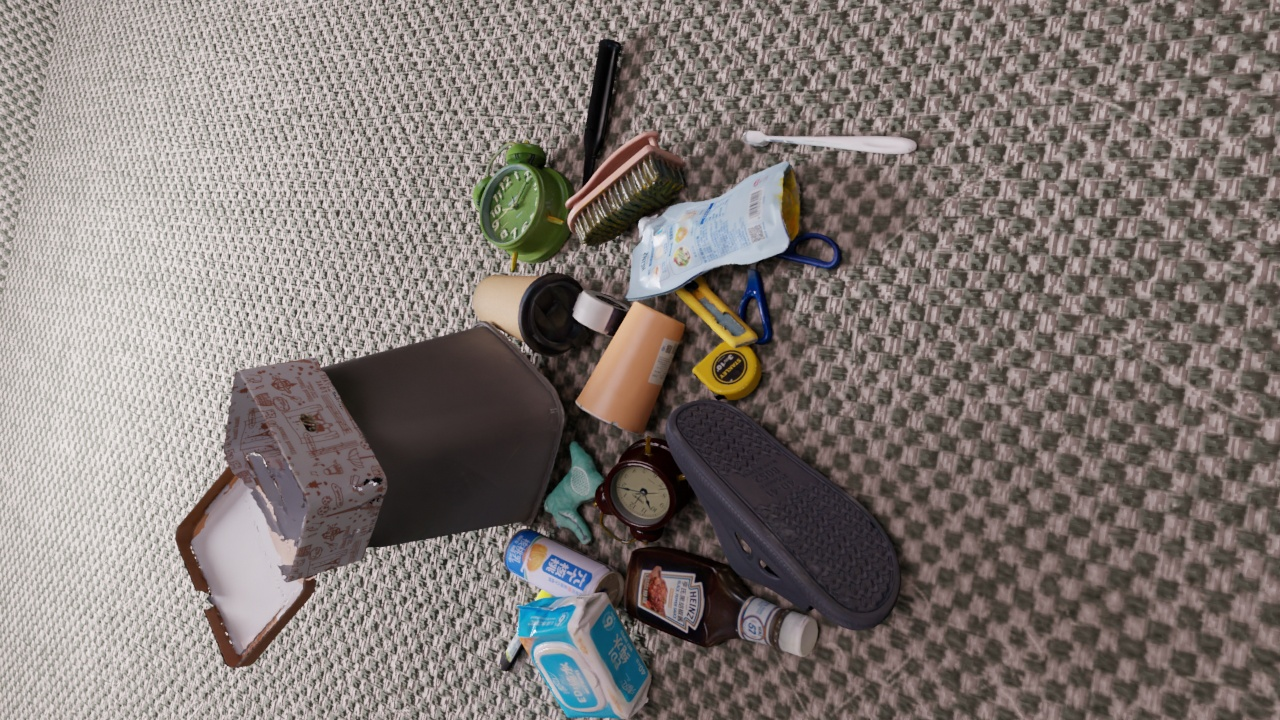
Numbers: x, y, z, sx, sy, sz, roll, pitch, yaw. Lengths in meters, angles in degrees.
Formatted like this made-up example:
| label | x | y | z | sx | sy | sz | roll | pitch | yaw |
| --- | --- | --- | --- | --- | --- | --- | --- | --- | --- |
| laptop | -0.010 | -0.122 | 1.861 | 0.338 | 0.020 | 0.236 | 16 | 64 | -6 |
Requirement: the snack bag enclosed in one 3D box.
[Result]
| label | x | y | z | sx | sy | sz | roll | pitch | yaw |
| --- | --- | --- | --- | --- | --- | --- | --- | --- | --- |
| snack bag | 0.067 | -0.126 | 0.913 | 0.191 | 0.038 | 0.110 | -17 | 60 | 34 |

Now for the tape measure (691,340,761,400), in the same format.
| label | x | y | z | sx | sy | sz | roll | pitch | yaw |
| --- | --- | --- | --- | --- | --- | --- | --- | --- | --- |
| tape measure | 0.089 | 0.011 | 0.893 | 0.060 | 0.029 | 0.057 | -43 | 58 | 1 |

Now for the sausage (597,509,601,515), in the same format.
| label | x | y | z | sx | sy | sz | roll | pitch | yaw |
| --- | --- | --- | --- | --- | --- | --- | --- | --- | --- |
| sausage | 0.009 | 0.117 | 0.946 | 0.156 | 0.020 | 0.020 | -41 | 60 | 26 |

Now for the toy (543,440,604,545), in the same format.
| label | x | y | z | sx | sy | sz | roll | pitch | yaw |
| --- | --- | --- | --- | --- | --- | --- | --- | --- | --- |
| toy | -0.070 | 0.149 | 0.998 | 0.092 | 0.030 | 0.096 | -49 | 64 | 27 |

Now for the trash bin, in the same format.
| label | x | y | z | sx | sy | sz | roll | pitch | yaw |
| --- | --- | --- | --- | --- | --- | --- | --- | --- | --- |
| trash bin | -0.235 | 0.085 | 0.988 | 0.198 | 0.219 | 0.199 | 43 | 127 | 35 |

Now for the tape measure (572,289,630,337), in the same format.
| label | x | y | z | sx | sy | sz | roll | pitch | yaw |
| --- | --- | --- | --- | --- | --- | --- | --- | --- | --- |
| tape measure | -0.039 | -0.049 | 0.982 | 0.066 | 0.066 | 0.033 | 31 | 103 | 37 |

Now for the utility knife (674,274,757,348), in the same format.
| label | x | y | z | sx | sy | sz | roll | pitch | yaw |
| --- | --- | --- | --- | --- | --- | --- | --- | --- | --- |
| utility knife | 0.066 | -0.060 | 0.920 | 0.033 | 0.015 | 0.154 | -36 | 50 | -7 |

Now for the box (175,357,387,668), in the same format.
| label | x | y | z | sx | sy | sz | roll | pitch | yaw |
| --- | --- | --- | --- | --- | --- | --- | --- | --- | --- |
| box | -0.354 | 0.147 | 0.886 | 0.178 | 0.106 | 0.273 | 51 | 119 | 29 |

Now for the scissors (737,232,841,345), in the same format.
| label | x | y | z | sx | sy | sz | roll | pitch | yaw |
| --- | --- | --- | --- | --- | --- | --- | --- | --- | --- |
| scissors | 0.121 | -0.098 | 0.901 | 0.163 | 0.012 | 0.175 | -8 | 76 | 38 |

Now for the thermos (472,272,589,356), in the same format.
| label | x | y | z | sx | sy | sz | roll | pitch | yaw |
| --- | --- | --- | --- | --- | --- | --- | --- | --- | --- |
| thermos | -0.127 | -0.059 | 1.044 | 0.143 | 0.093 | 0.093 | 15 | 91 | 47 |

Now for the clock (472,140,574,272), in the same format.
| label | x | y | z | sx | sy | sz | roll | pitch | yaw |
| --- | --- | --- | --- | --- | --- | --- | --- | --- | --- |
| clock | -0.144 | -0.191 | 1.095 | 0.116 | 0.056 | 0.161 | -40 | 60 | 25 |

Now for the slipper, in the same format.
| label | x | y | z | sx | sy | sz | roll | pitch | yaw |
| --- | --- | --- | --- | --- | --- | --- | --- | --- | --- |
| slipper | 0.118 | 0.141 | 0.819 | 0.268 | 0.110 | 0.083 | 45 | 140 | 35 |

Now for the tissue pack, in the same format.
| label | x | y | z | sx | sy | sz | roll | pitch | yaw |
| --- | --- | --- | --- | --- | --- | --- | --- | --- | --- |
| tissue pack | -0.058 | 0.293 | 0.908 | 0.090 | 0.063 | 0.140 | -15 | 109 | 35 |

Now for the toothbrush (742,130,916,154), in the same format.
| label | x | y | z | sx | sy | sz | roll | pitch | yaw |
| --- | --- | --- | --- | --- | --- | --- | --- | --- | --- |
| toothbrush | 0.177 | -0.208 | 0.875 | 0.180 | 0.016 | 0.016 | 13 | 92 | 36 |

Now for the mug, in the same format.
| label | x | y | z | sx | sy | sz | roll | pitch | yaw |
| --- | --- | --- | --- | --- | --- | --- | --- | --- | --- |
| mug | -0.006 | 0.006 | 0.944 | 0.078 | 0.078 | 0.123 | 30 | 96 | 37 |

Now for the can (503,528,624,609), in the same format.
| label | x | y | z | sx | sy | sz | roll | pitch | yaw |
| --- | --- | --- | --- | --- | --- | --- | --- | --- | --- |
| can | -0.083 | 0.225 | 0.977 | 0.135 | 0.053 | 0.053 | 15 | 92 | 39 |

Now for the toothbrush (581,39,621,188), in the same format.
| label | x | y | z | sx | sy | sz | roll | pitch | yaw |
| --- | --- | --- | --- | --- | --- | --- | --- | --- | --- |
| toothbrush | -0.054 | -0.261 | 1.055 | 0.026 | 0.027 | 0.212 | 11 | 91 | 30 |

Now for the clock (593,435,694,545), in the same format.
| label | x | y | z | sx | sy | sz | roll | pitch | yaw |
| --- | --- | --- | --- | --- | --- | --- | --- | --- | --- |
| clock | 0.002 | 0.133 | 0.910 | 0.082 | 0.055 | 0.122 | 38 | 117 | 6 |

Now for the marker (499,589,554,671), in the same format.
| label | x | y | z | sx | sy | sz | roll | pitch | yaw |
| --- | --- | --- | --- | --- | --- | --- | --- | --- | --- |
| marker | -0.126 | 0.300 | 1.024 | 0.018 | 0.015 | 0.124 | 43 | 112 | 35 |

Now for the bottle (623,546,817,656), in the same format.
| label | x | y | z | sx | sy | sz | roll | pitch | yaw |
| --- | --- | --- | --- | --- | --- | --- | --- | --- | --- |
| bottle | 0.072 | 0.231 | 0.862 | 0.195 | 0.044 | 0.080 | 9 | 92 | 38 |

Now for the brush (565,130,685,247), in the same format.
| label | x | y | z | sx | sy | sz | roll | pitch | yaw |
| --- | --- | --- | --- | --- | --- | --- | --- | --- | --- |
| brush | -0.024 | -0.183 | 0.997 | 0.146 | 0.063 | 0.073 | -33 | 67 | 31 |
